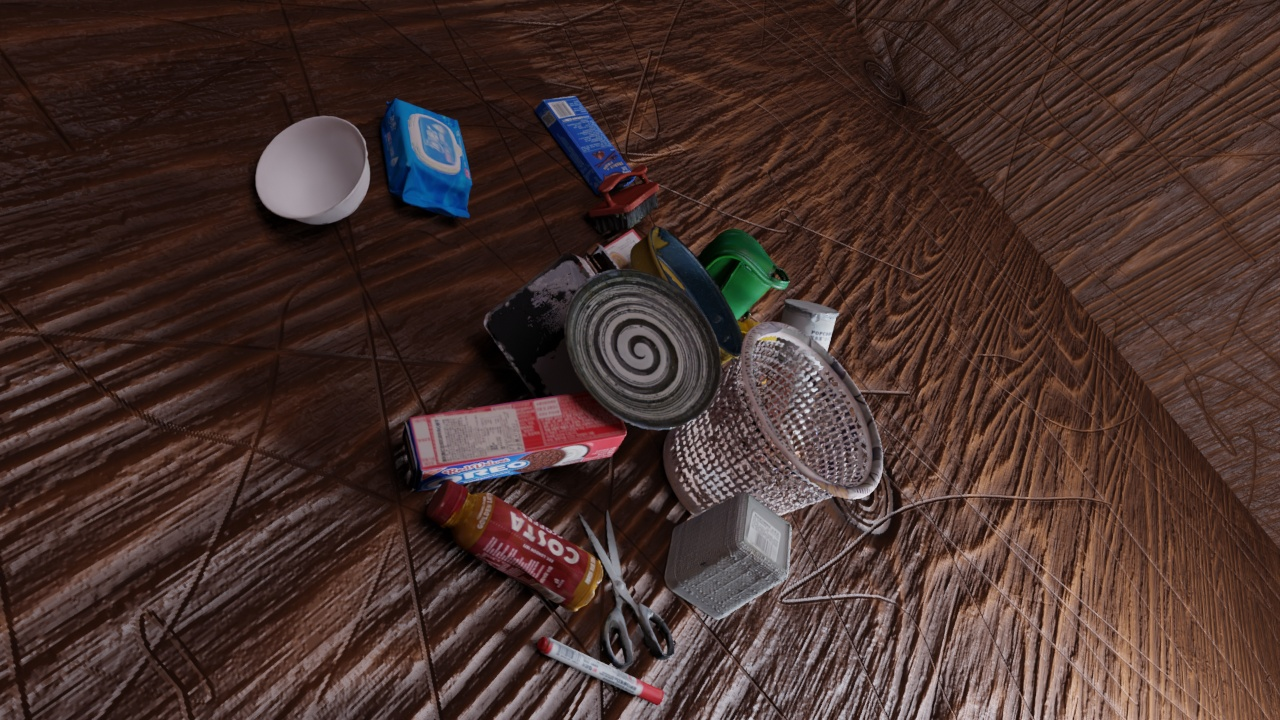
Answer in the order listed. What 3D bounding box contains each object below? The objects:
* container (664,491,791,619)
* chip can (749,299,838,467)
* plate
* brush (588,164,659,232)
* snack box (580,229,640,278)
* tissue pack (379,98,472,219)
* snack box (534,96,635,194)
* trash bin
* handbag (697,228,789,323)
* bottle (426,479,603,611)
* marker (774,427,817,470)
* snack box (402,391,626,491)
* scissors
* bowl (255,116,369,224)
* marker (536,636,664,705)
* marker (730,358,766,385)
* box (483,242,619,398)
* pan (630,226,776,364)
[{"bbox_3d":[0.101,0.213,1.015,0.090,0.115,0.090,37,38,-19],"label":"container"},{"bbox_3d":[0.198,0.032,1.200,0.071,0.215,0.071,11,13,-3],"label":"chip can"},{"bbox_3d":[0.001,-0.011,0.937,0.179,0.024,0.179,12,62,-25],"label":"plate"},{"bbox_3d":[-0.017,-0.235,1.308,0.145,0.063,0.069,-46,128,-55],"label":"brush"},{"bbox_3d":[-0.007,-0.101,1.230,0.127,0.044,0.113,50,36,-2],"label":"snack box"},{"bbox_3d":[-0.251,-0.238,1.082,0.094,0.052,0.157,12,51,-41],"label":"tissue pack"},{"bbox_3d":[-0.081,-0.319,1.354,0.157,0.026,0.084,54,36,4],"label":"snack box"},{"bbox_3d":[0.141,0.098,1.089,0.227,0.193,0.227,28,42,-28],"label":"trash bin"},{"bbox_3d":[0.134,-0.114,1.317,0.120,0.132,0.067,34,44,-12],"label":"handbag"},{"bbox_3d":[-0.119,0.173,0.865,0.175,0.058,0.057,36,39,-20],"label":"bottle"},{"bbox_3d":[0.219,0.123,1.302,0.017,0.017,0.145,55,36,6],"label":"marker"},{"bbox_3d":[-0.122,0.074,0.888,0.207,0.057,0.058,-8,64,-24],"label":"snack box"},{"bbox_3d":[-0.020,0.241,0.951,0.159,0.014,0.170,42,36,-11],"label":"scissors"},{"bbox_3d":[-0.322,-0.181,0.936,0.065,0.118,0.118,67,2,-68],"label":"bowl"},{"bbox_3d":[-0.037,0.298,0.880,0.145,0.017,0.017,33,40,-23],"label":"marker"},{"bbox_3d":[0.164,0.017,1.338,0.124,0.015,0.018,36,37,-15],"label":"marker"},{"bbox_3d":[-0.051,-0.023,1.058,0.183,0.157,0.192,55,6,5],"label":"box"},{"bbox_3d":[0.120,-0.058,1.220,0.357,0.078,0.197,33,30,-46],"label":"pan"}]
